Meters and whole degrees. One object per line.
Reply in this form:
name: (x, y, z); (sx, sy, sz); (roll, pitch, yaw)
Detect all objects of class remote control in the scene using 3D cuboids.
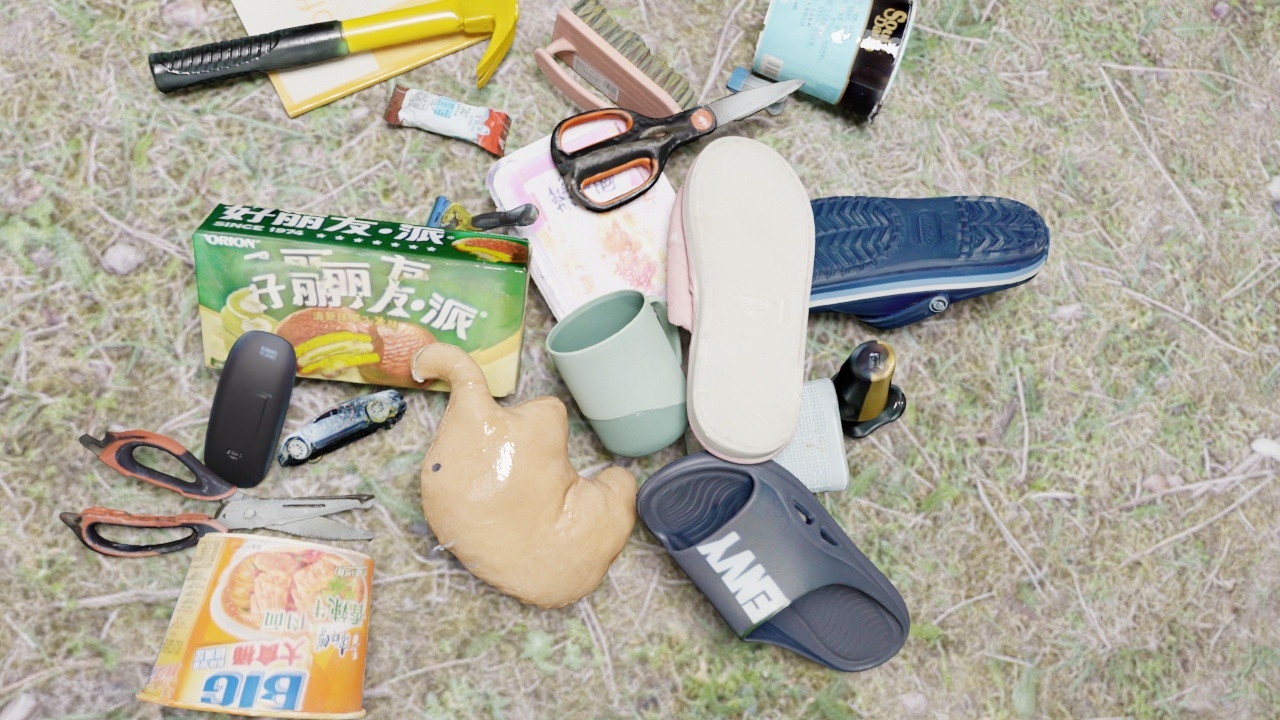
remote control: (-0.296, 0.042, 0.689); (0.053, 0.024, 0.137); (18, 111, -13)

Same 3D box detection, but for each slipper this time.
slipper: (0.113, 0.166, 0.687); (0.268, 0.083, 0.111); (41, 109, -21)
slipper: (0.076, -0.050, 0.705); (0.114, 0.055, 0.273); (6, 66, -9)
slipper: (0.211, -0.081, 0.784); (0.253, 0.095, 0.105); (-7, 47, 9)

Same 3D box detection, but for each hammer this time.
hammer: (-0.247, -0.268, 0.762); (0.300, 0.033, 0.128); (-15, 77, -9)

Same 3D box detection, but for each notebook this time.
notebook: (-0.238, -0.312, 0.795); (0.206, 0.010, 0.146); (-26, 85, -11)

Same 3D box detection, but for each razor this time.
razor: (0.181, 0.020, 0.723); (0.068, 0.167, 0.062); (7, 77, 11)
razor: (-0.125, -0.113, 0.731); (0.022, 0.143, 0.042); (27, 74, -43)

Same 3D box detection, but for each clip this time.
clip: (0.107, -0.245, 0.834); (0.057, 0.028, 0.024); (29, 75, 6)

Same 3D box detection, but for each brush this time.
brush: (-0.018, -0.238, 0.790); (0.145, 0.063, 0.073); (40, 73, -2)

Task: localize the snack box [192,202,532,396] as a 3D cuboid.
snack box: (-0.207, -0.045, 0.703); (0.240, 0.063, 0.115); (7, 121, -7)

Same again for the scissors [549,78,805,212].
scissors: (0.031, -0.205, 0.751); (0.234, 0.022, 0.125); (-43, 89, -13)

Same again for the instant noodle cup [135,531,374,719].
instant noodle cup: (-0.260, 0.187, 0.648); (0.151, 0.152, 0.111); (9, 71, -7)

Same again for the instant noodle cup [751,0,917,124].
instant noodle cup: (0.165, -0.279, 0.806); (0.120, 0.111, 0.111); (18, 78, 3)

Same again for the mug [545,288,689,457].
mug: (-0.004, 0.004, 0.701); (0.111, 0.082, 0.106); (-49, 123, -37)

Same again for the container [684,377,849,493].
container: (0.097, 0.068, 0.744); (0.111, 0.090, 0.090); (-6, 81, -6)

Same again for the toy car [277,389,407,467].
toy car: (-0.234, 0.052, 0.717); (0.105, 0.049, 0.031); (-26, 82, -12)

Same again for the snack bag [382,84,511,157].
snack bag: (-0.163, -0.205, 0.780); (0.104, 0.026, 0.048); (12, 59, -5)

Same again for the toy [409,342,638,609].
toy: (-0.101, 0.090, 0.689); (0.226, 0.083, 0.143); (47, 63, -20)

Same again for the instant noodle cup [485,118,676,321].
instant noodle cup: (-0.036, -0.105, 0.766); (0.138, 0.060, 0.173); (-29, 85, -12)

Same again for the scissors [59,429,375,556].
scissors: (-0.318, 0.105, 0.694); (0.197, 0.015, 0.214); (-34, 113, 5)
